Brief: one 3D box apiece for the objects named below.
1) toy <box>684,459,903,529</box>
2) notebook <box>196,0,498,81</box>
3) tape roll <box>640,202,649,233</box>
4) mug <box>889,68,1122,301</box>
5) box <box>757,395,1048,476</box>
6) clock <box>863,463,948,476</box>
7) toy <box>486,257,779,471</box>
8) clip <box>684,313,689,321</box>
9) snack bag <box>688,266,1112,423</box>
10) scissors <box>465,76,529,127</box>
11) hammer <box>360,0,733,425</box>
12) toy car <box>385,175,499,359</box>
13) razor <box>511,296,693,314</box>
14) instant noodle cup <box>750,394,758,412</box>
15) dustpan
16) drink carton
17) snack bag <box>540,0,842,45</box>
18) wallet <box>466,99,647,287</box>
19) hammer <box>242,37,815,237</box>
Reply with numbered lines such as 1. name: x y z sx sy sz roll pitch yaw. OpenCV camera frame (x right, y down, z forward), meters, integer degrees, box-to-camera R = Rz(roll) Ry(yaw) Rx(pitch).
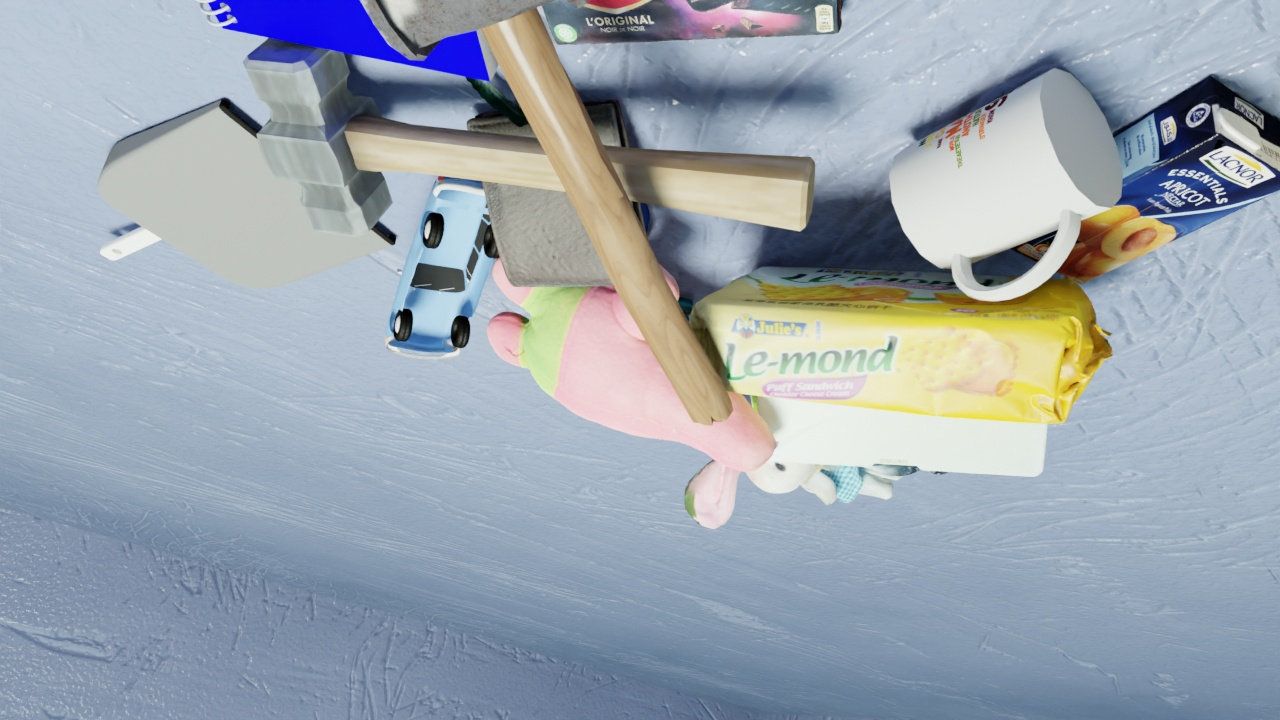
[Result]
1. toy: 0.149 0.092 0.836 0.205 0.130 0.106 10 154 -8
2. notebook: -0.164 -0.220 0.408 0.172 0.022 0.209 14 155 10
3. tape roll: -0.041 -0.098 0.638 0.093 0.016 0.091 10 154 0
4. mug: 0.192 -0.084 0.483 0.073 0.105 0.090 13 157 -35
5. box: 0.186 0.017 0.663 0.198 0.125 0.075 2 153 16
6. clock: 0.220 0.051 0.762 0.130 0.090 0.052 -8 154 40
7. toy: -0.004 0.004 0.671 0.237 0.096 0.192 31 148 9
8. clip: 0.017 -0.014 0.782 0.113 0.028 0.127 21 153 -25
9. snack bag: 0.159 -0.015 0.569 0.248 0.068 0.159 5 -167 23
10. scissors: -0.058 -0.187 0.435 0.204 0.015 0.202 8 153 33
11. hammer: -0.020 -0.079 0.454 0.098 0.052 0.328 -10 132 21
12. toy car: -0.138 -0.064 0.648 0.056 0.054 0.154 6 131 -28
13. razor: -0.029 -0.054 0.721 0.144 0.022 0.042 8 141 -6
14. instant noodle cup: 0.152 0.022 0.735 0.108 0.098 0.099 -11 148 22
15. dustpan: -0.341 -0.110 0.716 0.258 0.033 0.163 -15 145 26
16. drink carton: 0.276 -0.094 0.505 0.064 0.040 0.130 20 152 -20
17. snack bag: 0.019 -0.186 0.440 0.155 0.018 0.075 4 153 17
18. wallet: -0.049 -0.099 0.575 0.099 0.031 0.120 1 122 19
19. hammer: -0.066 -0.112 0.515 0.323 0.051 0.117 10 138 16
